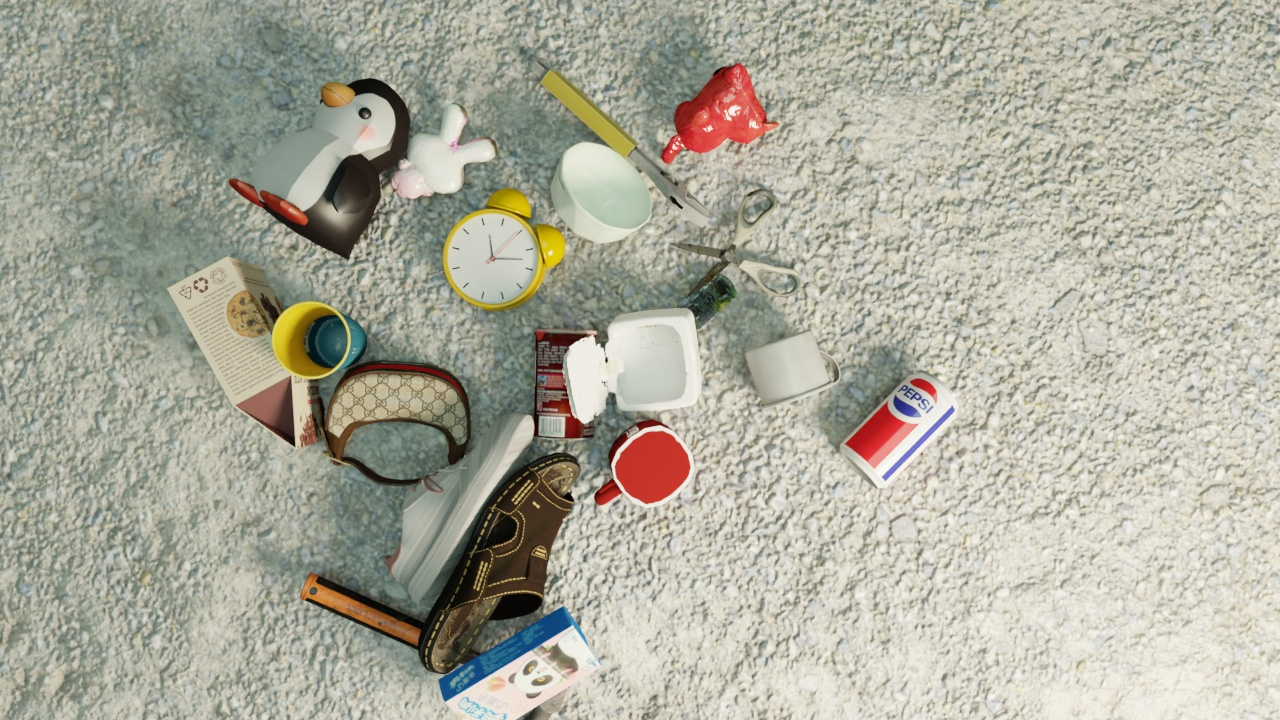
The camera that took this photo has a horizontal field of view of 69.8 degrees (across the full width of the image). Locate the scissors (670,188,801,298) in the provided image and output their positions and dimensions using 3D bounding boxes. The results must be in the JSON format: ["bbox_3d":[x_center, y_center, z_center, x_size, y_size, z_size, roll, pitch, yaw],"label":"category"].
[{"bbox_3d":[0.117,-0.121,1.046,0.157,0.013,0.170,35,77,-12],"label":"scissors"}]

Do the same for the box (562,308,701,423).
[{"bbox_3d":[-0.016,0.007,0.985,0.152,0.132,0.107,-5,98,8],"label":"box"}]

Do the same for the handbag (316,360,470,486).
[{"bbox_3d":[-0.273,0.073,1.016,0.166,0.063,0.138,4,101,-10],"label":"handbag"}]

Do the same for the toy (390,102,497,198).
[{"bbox_3d":[-0.225,-0.226,1.027,0.122,0.038,0.079,-39,105,-3],"label":"toy"}]

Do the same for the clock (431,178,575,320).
[{"bbox_3d":[-0.153,-0.123,1.025,0.152,0.052,0.113,-44,93,1],"label":"clock"}]

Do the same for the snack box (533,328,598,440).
[{"bbox_3d":[-0.084,0.026,1.020,0.072,0.072,0.121,1,91,-4],"label":"snack box"}]

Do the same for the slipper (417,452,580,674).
[{"bbox_3d":[-0.137,0.218,0.974,0.076,0.113,0.267,26,77,28],"label":"slipper"}]

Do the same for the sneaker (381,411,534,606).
[{"bbox_3d":[-0.206,0.143,0.988,0.089,0.099,0.236,32,93,11],"label":"sneaker"}]

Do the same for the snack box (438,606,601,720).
[{"bbox_3d":[-0.127,0.333,0.977,0.154,0.033,0.088,-30,129,-6],"label":"snack box"}]

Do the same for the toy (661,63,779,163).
[{"bbox_3d":[0.085,-0.257,1.030,0.133,0.088,0.094,-41,110,10],"label":"toy"}]

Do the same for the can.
[{"bbox_3d":[0.294,0.078,1.043,0.132,0.070,0.070,-45,93,-2],"label":"can"}]

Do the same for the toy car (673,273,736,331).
[{"bbox_3d":[0.068,-0.062,1.049,0.089,0.027,0.038,-41,91,-5],"label":"toy car"}]

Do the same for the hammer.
[{"bbox_3d":[-0.221,0.302,1.019,0.314,0.035,0.137,27,88,-8],"label":"hammer"}]

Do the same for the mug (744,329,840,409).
[{"bbox_3d":[0.177,0.006,1.036,0.113,0.084,0.070,-19,89,-33],"label":"mug"}]

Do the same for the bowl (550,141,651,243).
[{"bbox_3d":[-0.051,-0.177,1.015,0.117,0.061,0.117,19,53,-27],"label":"bowl"}]

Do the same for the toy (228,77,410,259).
[{"bbox_3d":[-0.316,-0.213,0.989,0.159,0.140,0.184,23,76,37],"label":"toy"}]

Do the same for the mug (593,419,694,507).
[{"bbox_3d":[-0.002,0.122,1.012,0.116,0.096,0.080,-39,93,-3],"label":"mug"}]

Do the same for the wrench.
[{"bbox_3d":[-0.025,-0.246,1.025,0.273,0.083,0.018,42,112,3],"label":"wrench"}]

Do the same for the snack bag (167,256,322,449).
[{"bbox_3d":[-0.407,0.001,0.987,0.070,0.094,0.206,-29,92,-3],"label":"snack bag"}]

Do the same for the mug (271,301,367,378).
[{"bbox_3d":[-0.335,-0.021,0.978,0.078,0.121,0.078,0,90,-4],"label":"mug"}]
